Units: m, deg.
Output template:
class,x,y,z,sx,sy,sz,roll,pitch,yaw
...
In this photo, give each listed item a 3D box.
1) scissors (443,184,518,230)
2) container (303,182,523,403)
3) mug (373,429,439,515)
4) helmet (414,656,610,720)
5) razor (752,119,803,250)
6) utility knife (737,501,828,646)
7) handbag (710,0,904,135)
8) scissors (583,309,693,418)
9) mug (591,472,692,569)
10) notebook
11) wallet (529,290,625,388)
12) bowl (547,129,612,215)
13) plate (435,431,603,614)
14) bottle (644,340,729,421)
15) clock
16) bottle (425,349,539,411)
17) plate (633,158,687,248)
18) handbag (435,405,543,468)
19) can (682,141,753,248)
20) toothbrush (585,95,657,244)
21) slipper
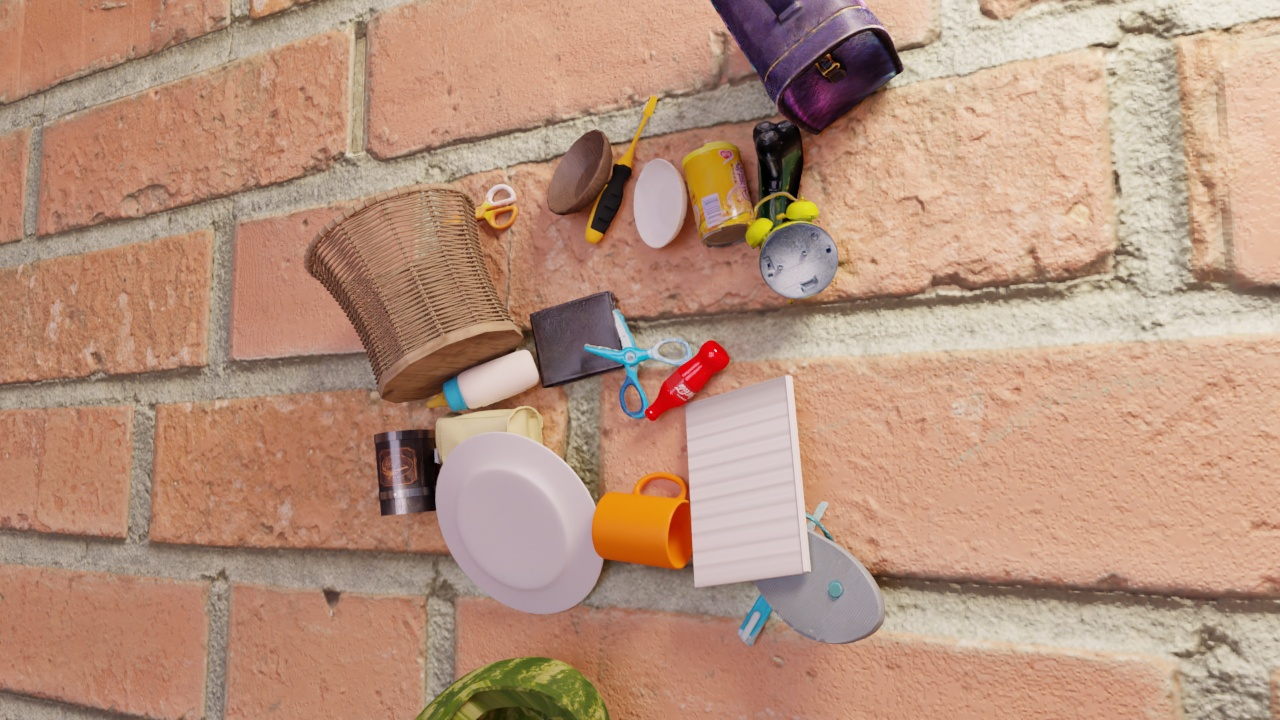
class,x,y,z,sx,sy,sz,roll,pitch,yaw
scissors,-0.221,-0.202,1.247,0.128,0.013,0.064,-7,81,27
container,-0.275,-0.077,1.150,0.227,0.226,0.196,-32,77,22
mug,-0.293,0.148,1.222,0.116,0.080,0.107,-6,82,1
helmet,-0.151,0.449,1.014,0.213,0.246,0.244,46,149,8
razor,0.147,-0.189,1.016,0.054,0.067,0.151,7,96,32
utility knife,0.157,0.231,0.994,0.022,0.015,0.181,34,99,23
handbag,0.154,-0.358,0.939,0.126,0.221,0.204,-35,69,21
scissors,-0.007,0.008,1.095,0.134,0.011,0.138,12,99,12
mug,0.010,0.178,1.053,0.096,0.077,0.112,2,57,29
notebook,0.112,0.132,0.993,0.143,0.009,0.209,-19,64,38
wallet,-0.078,-0.025,1.143,0.120,0.031,0.099,-16,80,24
bowl,-0.069,-0.228,1.140,0.118,0.030,0.117,-34,43,38
plate,-0.154,0.203,1.116,0.243,0.016,0.243,9,110,24
bottle,0.050,0.027,1.061,0.119,0.036,0.036,-44,67,18
clock,0.162,-0.122,0.982,0.083,0.057,0.119,-24,102,13
bottle,-0.201,0.032,1.158,0.146,0.051,0.051,-21,73,-5
plate,0.029,-0.185,1.087,0.104,0.026,0.104,11,103,59
handbag,-0.190,0.117,1.163,0.119,0.081,0.111,-5,89,26
can,0.090,-0.188,1.044,0.068,0.067,0.105,-17,77,26
toothbrush,-0.022,-0.235,1.134,0.031,0.031,0.197,31,97,60
slipper,0.152,0.204,0.974,0.269,0.054,0.098,39,101,41
